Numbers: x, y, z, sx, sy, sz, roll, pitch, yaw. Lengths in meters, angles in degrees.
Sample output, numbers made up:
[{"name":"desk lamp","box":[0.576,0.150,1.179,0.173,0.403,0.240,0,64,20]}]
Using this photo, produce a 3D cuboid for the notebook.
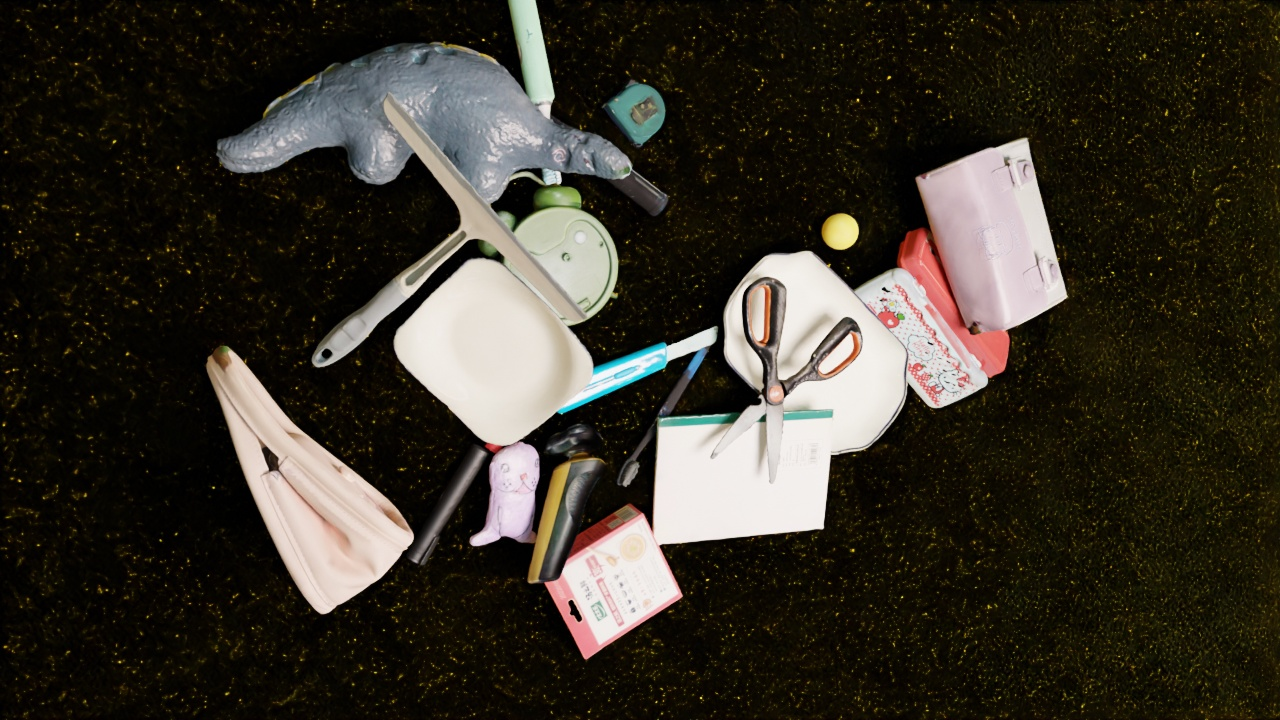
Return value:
[{"name":"notebook","box":[0.116,0.129,1.030,0.209,0.012,0.150,-2,106,-15]}]

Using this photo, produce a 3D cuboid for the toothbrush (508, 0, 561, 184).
[{"name":"toothbrush","box":[-0.101,-0.280,0.878,0.027,0.026,0.224,-12,94,-9]}]

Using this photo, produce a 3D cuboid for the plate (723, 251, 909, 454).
[{"name":"plate","box":[0.197,-0.008,1.050,0.265,0.034,0.162,40,84,-22]}]

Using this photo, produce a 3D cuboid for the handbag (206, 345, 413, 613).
[{"name":"handbag","box":[-0.301,0.090,0.794,0.093,0.193,0.234,-37,99,-15]}]

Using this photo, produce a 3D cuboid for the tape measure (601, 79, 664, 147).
[{"name":"tape measure","box":[-0.003,-0.255,0.939,0.054,0.025,0.058,-45,111,-9]}]

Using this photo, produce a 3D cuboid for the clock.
[{"name":"clock","box":[-0.093,-0.109,0.908,0.116,0.056,0.161,-32,108,-15]}]

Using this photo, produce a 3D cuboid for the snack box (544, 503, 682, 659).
[{"name":"snack box","box":[-0.035,0.236,0.989,0.127,0.044,0.113,-29,108,-16]}]

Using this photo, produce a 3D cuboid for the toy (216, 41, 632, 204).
[{"name":"toy","box":[-0.184,-0.216,0.823,0.356,0.092,0.137,2,72,-12]}]

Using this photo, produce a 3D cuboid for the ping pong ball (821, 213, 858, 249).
[{"name":"ping pong ball","box":[0.226,-0.146,1.037,0.040,0.040,0.040,-3,99,-21]}]

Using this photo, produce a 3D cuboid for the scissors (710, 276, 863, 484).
[{"name":"scissors","box":[0.158,0.016,1.000,0.230,0.022,0.221,-20,101,-18]}]

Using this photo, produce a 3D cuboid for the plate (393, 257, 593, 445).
[{"name":"plate","box":[-0.138,-0.009,0.884,0.165,0.034,0.163,-38,104,27]}]

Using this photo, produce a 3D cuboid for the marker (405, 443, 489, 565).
[{"name":"marker","box":[-0.194,0.145,0.925,0.132,0.022,0.020,-59,149,-4]}]

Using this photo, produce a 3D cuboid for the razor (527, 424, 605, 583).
[{"name":"razor","box":[-0.082,0.146,0.937,0.068,0.062,0.167,12,77,14]}]

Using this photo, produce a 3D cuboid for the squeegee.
[{"name":"squeegee","box":[-0.213,-0.068,0.832,0.247,0.039,0.246,-36,105,23]}]

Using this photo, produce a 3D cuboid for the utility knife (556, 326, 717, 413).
[{"name":"utility knife","box":[-0.006,0.006,0.981,0.209,0.018,0.034,-22,105,-18]}]

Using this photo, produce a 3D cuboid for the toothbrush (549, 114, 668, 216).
[{"name":"toothbrush","box":[-0.060,-0.218,0.923,0.212,0.026,0.027,35,50,-21]}]

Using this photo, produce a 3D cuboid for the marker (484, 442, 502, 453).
[{"name":"marker","box":[-0.116,0.030,0.941,0.017,0.017,0.145,32,86,-23]}]

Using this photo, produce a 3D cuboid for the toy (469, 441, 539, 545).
[{"name":"toy","box":[-0.133,0.136,0.935,0.083,0.039,0.108,4,98,-46]}]

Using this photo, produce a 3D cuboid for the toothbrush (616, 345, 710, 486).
[{"name":"toothbrush","box":[0.028,0.057,1.003,0.014,0.016,0.189,36,83,-28]}]

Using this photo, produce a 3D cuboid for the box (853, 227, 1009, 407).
[{"name":"box","box":[0.345,-0.047,1.101,0.201,0.100,0.112,46,46,-20]}]

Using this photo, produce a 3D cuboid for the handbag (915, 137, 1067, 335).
[{"name":"handbag","box":[0.404,-0.142,1.050,0.144,0.099,0.197,-24,99,-36]}]
